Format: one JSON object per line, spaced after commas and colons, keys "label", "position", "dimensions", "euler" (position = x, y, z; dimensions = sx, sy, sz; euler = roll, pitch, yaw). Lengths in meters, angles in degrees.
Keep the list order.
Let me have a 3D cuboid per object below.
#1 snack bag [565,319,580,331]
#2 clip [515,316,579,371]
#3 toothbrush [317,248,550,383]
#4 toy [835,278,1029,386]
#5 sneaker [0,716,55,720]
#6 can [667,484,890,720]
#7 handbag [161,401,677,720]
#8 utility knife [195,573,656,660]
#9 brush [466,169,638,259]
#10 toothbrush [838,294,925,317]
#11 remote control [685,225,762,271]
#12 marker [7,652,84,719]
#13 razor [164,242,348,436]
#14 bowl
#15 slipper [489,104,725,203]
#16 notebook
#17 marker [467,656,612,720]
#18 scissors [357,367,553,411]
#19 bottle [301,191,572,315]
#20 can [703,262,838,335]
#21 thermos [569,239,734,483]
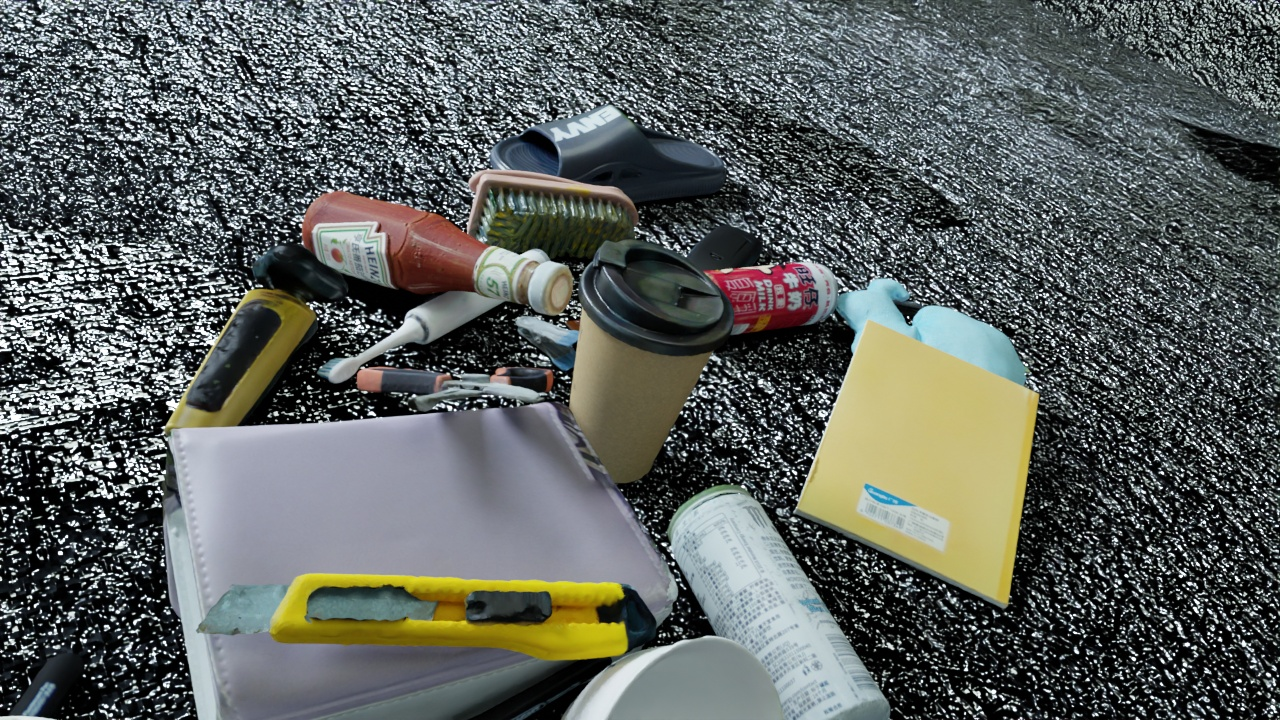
{"label": "snack bag", "position": [-0.004, -0.027, 0.701], "dimensions": [0.105, 0.026, 0.045], "euler": [-19, 53, -38]}
{"label": "clip", "position": [-0.067, -0.017, 0.667], "dimensions": [0.058, 0.044, 0.027], "euler": [27, 38, 27]}
{"label": "toothbrush", "position": [-0.138, -0.033, 0.651], "dimensions": [0.026, 0.027, 0.220], "euler": [11, 30, 30]}
{"label": "toy", "position": [0.249, -0.010, 0.766], "dimensions": [0.156, 0.050, 0.161], "euler": [-3, 51, -11]}
{"label": "sneaker", "position": [-0.157, 0.188, 0.293], "dimensions": [0.241, 0.088, 0.118], "euler": [9, 28, 8]}
{"label": "can", "position": [0.068, 0.136, 0.485], "dimensions": [0.058, 0.058, 0.146], "euler": [-3, 40, -28]}
{"label": "handbag", "position": [-0.106, 0.094, 0.427], "dimensions": [0.196, 0.099, 0.145], "euler": [-5, 54, -32]}
{"label": "utility knife", "position": [-0.074, 0.099, 0.355], "dimensions": [0.177, 0.015, 0.033], "euler": [8, 50, -22]}
{"label": "brush", "position": [-0.070, -0.126, 0.773], "dimensions": [0.145, 0.063, 0.073], "euler": [0, 50, -25]}
{"label": "toothbrush", "position": [0.180, -0.056, 0.831], "dimensions": [0.181, 0.016, 0.018], "euler": [7, 28, -14]}
{"label": "remote control", "position": [0.076, -0.096, 0.830], "dimensions": [0.053, 0.024, 0.136], "euler": [27, 36, 11]}
{"label": "marker", "position": [-0.250, 0.163, 0.347], "dimensions": [0.018, 0.015, 0.123], "euler": [19, 34, -8]}
{"label": "razor", "position": [-0.232, -0.011, 0.551], "dimensions": [0.062, 0.068, 0.167], "euler": [15, 42, -4]}
{"label": "bowl", "position": [0.001, 0.172, 0.391], "dimensions": [0.118, 0.118, 0.065], "euler": [-19, 11, -41]}
{"label": "slipper", "position": [-0.022, -0.211, 0.894], "dimensions": [0.267, 0.083, 0.110], "euler": [-9, 42, -35]}
{"label": "notebook", "position": [0.205, 0.062, 0.654], "dimensions": [0.146, 0.010, 0.205], "euler": [24, 47, 8]}
{"label": "marker", "position": [-0.067, 0.158, 0.391], "dimensions": [0.123, 0.018, 0.015], "euler": [-27, 58, -14]}
{"label": "scissors", "position": [-0.098, 0.014, 0.520], "dimensions": [0.225, 0.015, 0.188], "euler": [3, 2, 37]}
{"label": "bottle", "position": [-0.141, -0.071, 0.632], "dimensions": [0.206, 0.060, 0.059], "euler": [17, 32, 24]}
{"label": "can", "position": [0.098, -0.051, 0.754], "dimensions": [0.132, 0.053, 0.053], "euler": [-8, 43, -32]}
{"label": "thermos", "position": [-0.003, 0.003, 0.559], "dimensions": [0.093, 0.144, 0.092], "euler": [12, 37, -9]}
